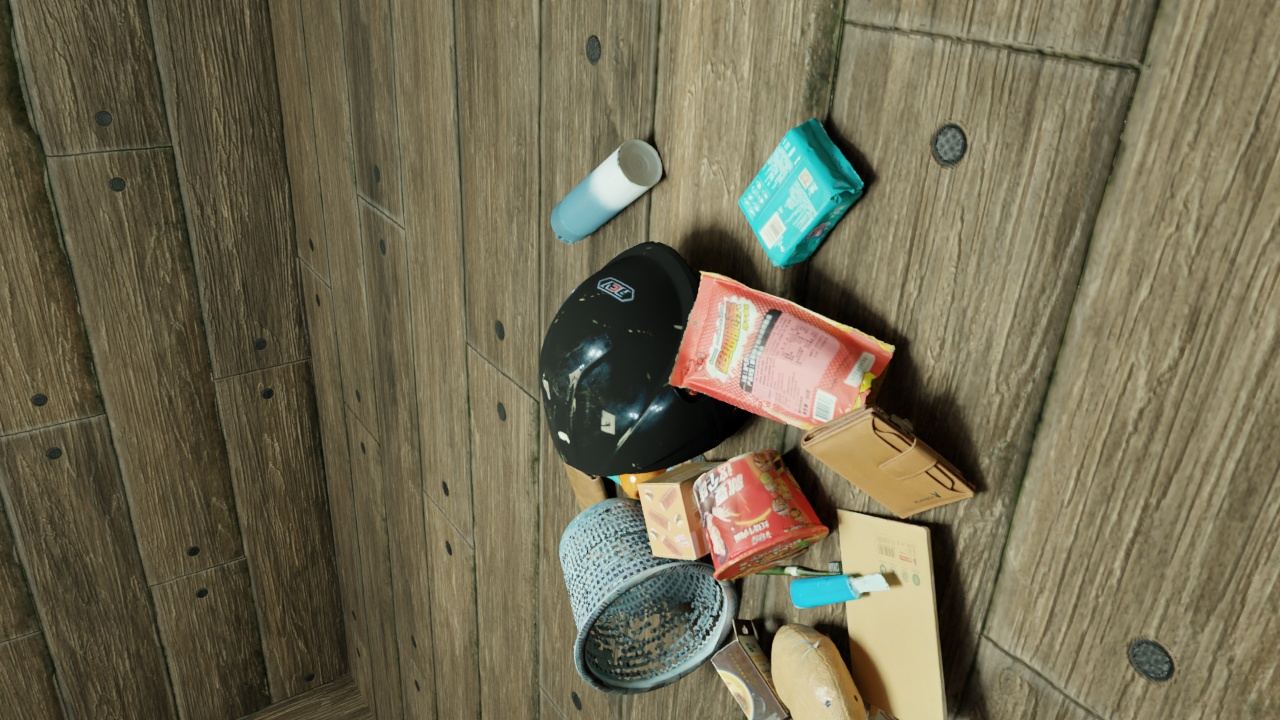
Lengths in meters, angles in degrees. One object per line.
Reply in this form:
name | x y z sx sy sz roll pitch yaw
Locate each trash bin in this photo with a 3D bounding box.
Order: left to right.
trash bin | -0.011 0.299 1.243 0.195 0.226 0.227 -126 36 -51

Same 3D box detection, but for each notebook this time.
notebook | 0.254 0.263 0.939 0.148 0.008 0.207 177 87 -68

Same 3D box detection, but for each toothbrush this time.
toothbrush | 0.178 0.247 1.091 0.186 0.012 0.017 -20 80 58

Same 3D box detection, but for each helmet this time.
helmet | -0.006 0.006 1.071 0.233 0.229 0.275 36 142 43

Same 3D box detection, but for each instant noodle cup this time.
instant noodle cup | 0.126 0.172 1.035 0.138 0.137 0.108 -54 51 51

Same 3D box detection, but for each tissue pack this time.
tissue pack | 0.159 -0.165 0.915 0.093 0.050 0.134 64 146 21

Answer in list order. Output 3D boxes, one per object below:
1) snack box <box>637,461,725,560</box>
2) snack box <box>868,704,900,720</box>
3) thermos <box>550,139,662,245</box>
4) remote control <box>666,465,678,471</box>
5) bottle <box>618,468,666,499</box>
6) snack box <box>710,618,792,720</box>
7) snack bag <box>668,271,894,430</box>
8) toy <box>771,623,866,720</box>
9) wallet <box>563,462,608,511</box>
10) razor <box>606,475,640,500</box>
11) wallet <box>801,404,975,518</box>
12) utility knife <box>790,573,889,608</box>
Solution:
snack box | 0.062 0.183 1.127 0.077 0.092 0.094 -9 96 48
snack box | 0.303 0.412 0.951 0.157 0.026 0.085 28 124 49
thermos | -0.053 -0.217 1.207 0.221 0.070 0.070 -24 82 58
remote control | 0.082 0.171 1.194 0.125 0.024 0.049 10 111 51
bottle | -0.016 0.121 1.296 0.149 0.066 0.067 64 147 30
snack box | 0.139 0.383 1.118 0.125 0.053 0.113 54 -175 24
snack bag | 0.136 0.000 0.913 0.208 0.073 0.129 22 107 21
toy | 0.199 0.365 0.981 0.226 0.082 0.143 -135 22 -79
wallet | -0.079 0.213 1.447 0.115 0.020 0.101 15 128 58
razor | -0.032 0.188 1.373 0.132 0.028 0.043 45 160 40
wallet | 0.233 0.097 0.864 0.132 0.031 0.108 36 147 -12
utility knife | 0.214 0.249 0.998 0.204 0.018 0.034 135 120 -66
